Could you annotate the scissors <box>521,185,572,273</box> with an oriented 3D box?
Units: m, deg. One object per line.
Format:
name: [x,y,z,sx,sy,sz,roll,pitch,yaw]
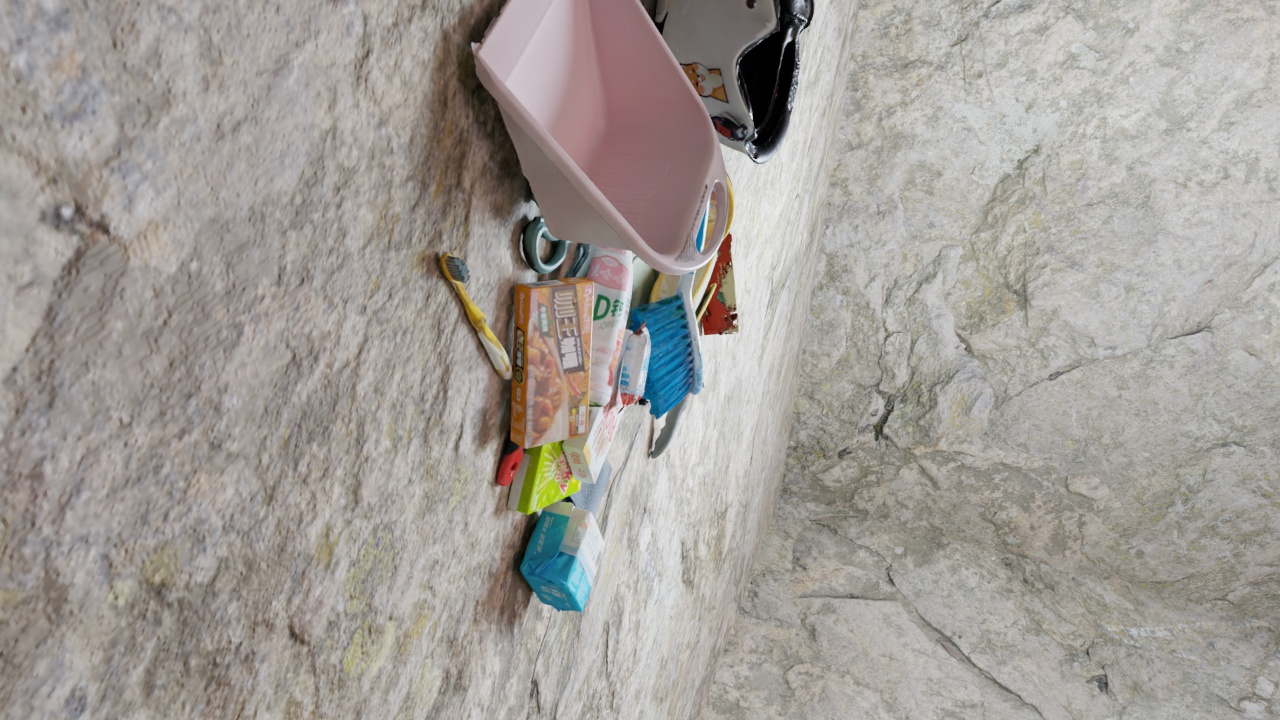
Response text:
scissors: [-0.067,-0.158,0.864,0.185,0.019,0.132,-55,154,-57]

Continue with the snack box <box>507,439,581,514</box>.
snack box: [-0.092,0.108,0.980,0.156,0.026,0.086,-4,107,-74]

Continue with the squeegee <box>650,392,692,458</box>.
squeegee: [0.061,0.047,1.400,0.247,0.040,0.250,-80,-175,-66]

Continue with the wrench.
wrench: [-0.089,-0.009,0.884,0.056,0.016,0.273,12,96,-75]

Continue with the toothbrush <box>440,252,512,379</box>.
toothbrush: [-0.128,-0.030,0.751,0.191,0.018,0.016,75,33,-60]

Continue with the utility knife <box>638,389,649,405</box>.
utility knife: [0.029,-0.027,1.316,0.033,0.015,0.195,51,53,-74]

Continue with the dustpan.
dustpan: [-0.005,-0.208,0.768,0.274,0.139,0.222,77,27,-53]

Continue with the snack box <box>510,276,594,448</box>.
snack box: [-0.082,0.002,0.852,0.075,0.026,0.154,-11,113,-40]

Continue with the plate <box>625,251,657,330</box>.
plate: [-0.024,-0.034,1.105,0.230,0.027,0.230,15,89,-75]

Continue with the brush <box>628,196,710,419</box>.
brush: [0.039,-0.073,1.050,0.109,0.060,0.315,-22,130,-16]

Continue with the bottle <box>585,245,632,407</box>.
bottle: [-0.046,-0.053,0.944,0.068,0.068,0.196,43,58,-72]

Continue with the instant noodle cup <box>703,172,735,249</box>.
instant noodle cup: [0.060,-0.195,1.115,0.114,0.118,0.119,-62,160,-67]

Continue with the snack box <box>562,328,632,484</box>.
snack box: [-0.041,0.049,1.011,0.085,0.027,0.156,78,28,-57]

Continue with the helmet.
helmet: [0.097,-0.361,1.014,0.274,0.157,0.229,85,27,-58]

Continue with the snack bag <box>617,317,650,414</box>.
snack bag: [-0.006,0.006,0.993,0.048,0.026,0.104,-42,142,-75]

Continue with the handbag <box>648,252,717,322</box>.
handbag: [0.051,-0.049,1.209,0.162,0.063,0.179,-61,164,-53]

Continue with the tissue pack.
tissue pack: [-0.087,0.220,1.022,0.140,0.063,0.089,78,28,-60]

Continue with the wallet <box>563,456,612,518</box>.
wallet: [-0.065,0.148,1.133,0.121,0.019,0.097,77,28,-55]

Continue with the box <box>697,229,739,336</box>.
box: [0.112,-0.124,1.320,0.091,0.080,0.168,-80,164,-65]
